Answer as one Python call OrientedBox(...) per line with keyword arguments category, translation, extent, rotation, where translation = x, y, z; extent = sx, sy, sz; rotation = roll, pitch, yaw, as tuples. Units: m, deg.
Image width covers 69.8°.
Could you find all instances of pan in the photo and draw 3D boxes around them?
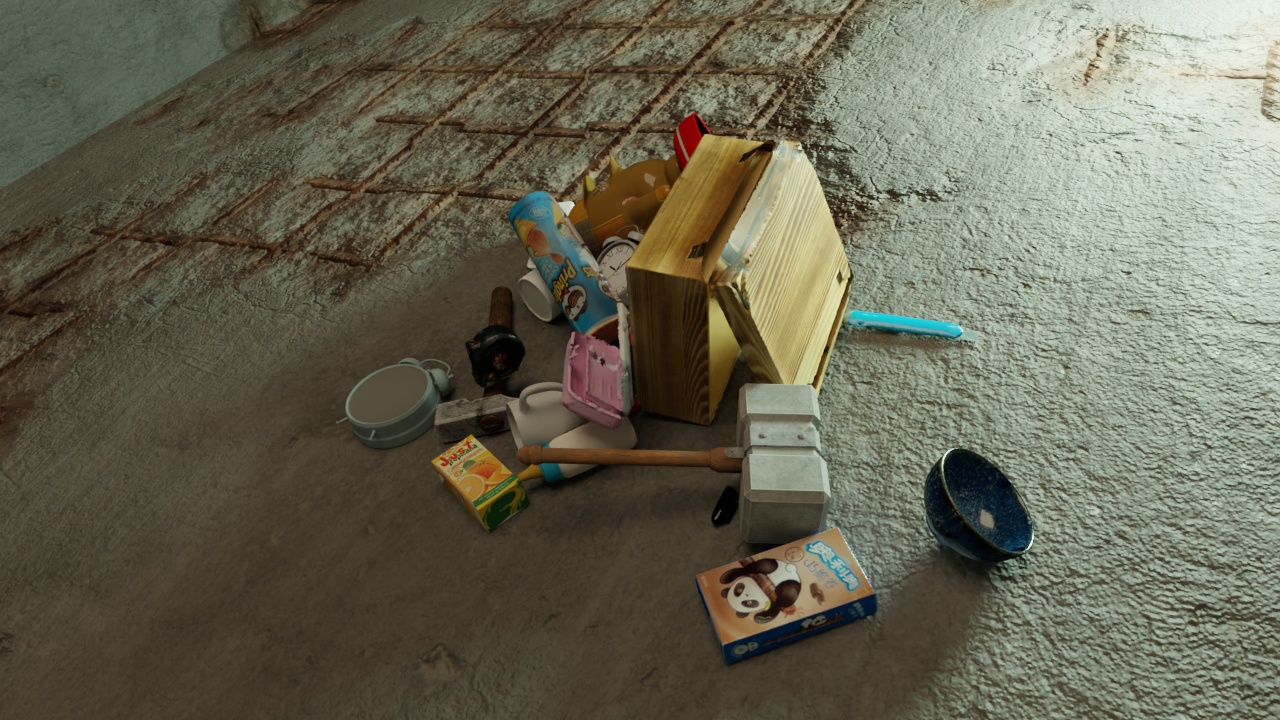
OrientedBox(category="pan", translation=(0.125, -0.276, 1.392), extent=(0.067, 0.209, 0.355), rotation=(-27, 11, 15))

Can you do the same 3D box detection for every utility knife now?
OrientedBox(category="utility knife", translation=(0.332, -0.042, 1.139), extent=(0.174, 0.015, 0.031), rotation=(10, 48, 28))

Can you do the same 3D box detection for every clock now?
OrientedBox(category="clock", translation=(-0.322, 0.051, 1.229), extent=(0.123, 0.045, 0.158), rotation=(19, 51, 35))
OrientedBox(category="clock", translation=(-0.025, -0.134, 1.298), extent=(0.095, 0.035, 0.122), rotation=(-8, 69, 41))

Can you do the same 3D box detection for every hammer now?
OrientedBox(category="hammer", translation=(-0.160, -0.018, 1.264), extent=(0.218, 0.037, 0.300), rotation=(-12, 38, 4))
OrientedBox(category="hammer", translation=(0.028, 0.103, 0.964), extent=(0.318, 0.083, 0.162), rotation=(1, 42, 3))

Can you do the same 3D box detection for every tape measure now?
OrientedBox(category="tape measure", translation=(-0.186, -0.009, 1.175), extent=(0.072, 0.071, 0.042), rotation=(-20, 34, -16))

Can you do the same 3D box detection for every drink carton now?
OrientedBox(category="drink carton", translation=(-0.190, 0.141, 1.078), extent=(0.058, 0.041, 0.122), rotation=(-34, 42, -22))

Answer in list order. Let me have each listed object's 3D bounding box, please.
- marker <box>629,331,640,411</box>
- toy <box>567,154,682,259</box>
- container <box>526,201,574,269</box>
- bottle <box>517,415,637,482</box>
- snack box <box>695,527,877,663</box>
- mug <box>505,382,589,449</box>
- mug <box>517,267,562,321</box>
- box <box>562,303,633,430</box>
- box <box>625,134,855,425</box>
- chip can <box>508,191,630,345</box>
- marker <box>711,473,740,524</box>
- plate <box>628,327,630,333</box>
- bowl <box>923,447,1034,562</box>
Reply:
OrientedBox(category="marker", translation=(-0.007, 0.007, 1.181), extent=(0.024, 0.021, 0.144), rotation=(-36, 34, 34))
OrientedBox(category="toy", translation=(-0.017, -0.229, 1.384), extent=(0.203, 0.162, 0.198), rotation=(-20, 6, 13))
OrientedBox(category="container", translation=(-0.139, -0.205, 1.469), extent=(0.081, 0.050, 0.129), rotation=(-6, 40, 13))
OrientedBox(category="bottle", translation=(-0.077, 0.107, 1.071), extent=(0.146, 0.051, 0.051), rotation=(-25, 39, -11))
OrientedBox(category="snack box", translation=(0.137, 0.222, 0.873), extent=(0.151, 0.034, 0.087), rotation=(-18, 38, -4))
OrientedBox(category="mug", translation=(-0.109, 0.060, 1.097), extent=(0.089, 0.107, 0.071), rotation=(-17, 52, -15))
OrientedBox(category="mug", translation=(-0.129, -0.111, 1.346), extent=(0.090, 0.074, 0.111), rotation=(-39, 18, -26))
OrientedBox(category="box", translation=(-0.035, -0.005, 1.091), extent=(0.088, 0.095, 0.201), rotation=(28, 18, -13))
OrientedBox(category="box", translation=(0.130, -0.102, 1.085), extent=(0.215, 0.258, 0.278), rotation=(13, 48, 19))
OrientedBox(category="chip can", translation=(-0.097, -0.125, 1.257), extent=(0.079, 0.080, 0.229), rotation=(-27, 71, -14))
OrientedBox(category="marker", translation=(0.112, 0.129, 1.011), extent=(0.022, 0.016, 0.138), rotation=(30, 51, 8))
OrientedBox(category="plate", translation=(0.047, -0.059, 1.260), extent=(0.135, 0.011, 0.134), rotation=(-10, 39, 8))
OrientedBox(category="bowl", translation=(0.310, 0.147, 0.872), extent=(0.114, 0.061, 0.114), rotation=(22, 41, -21))
